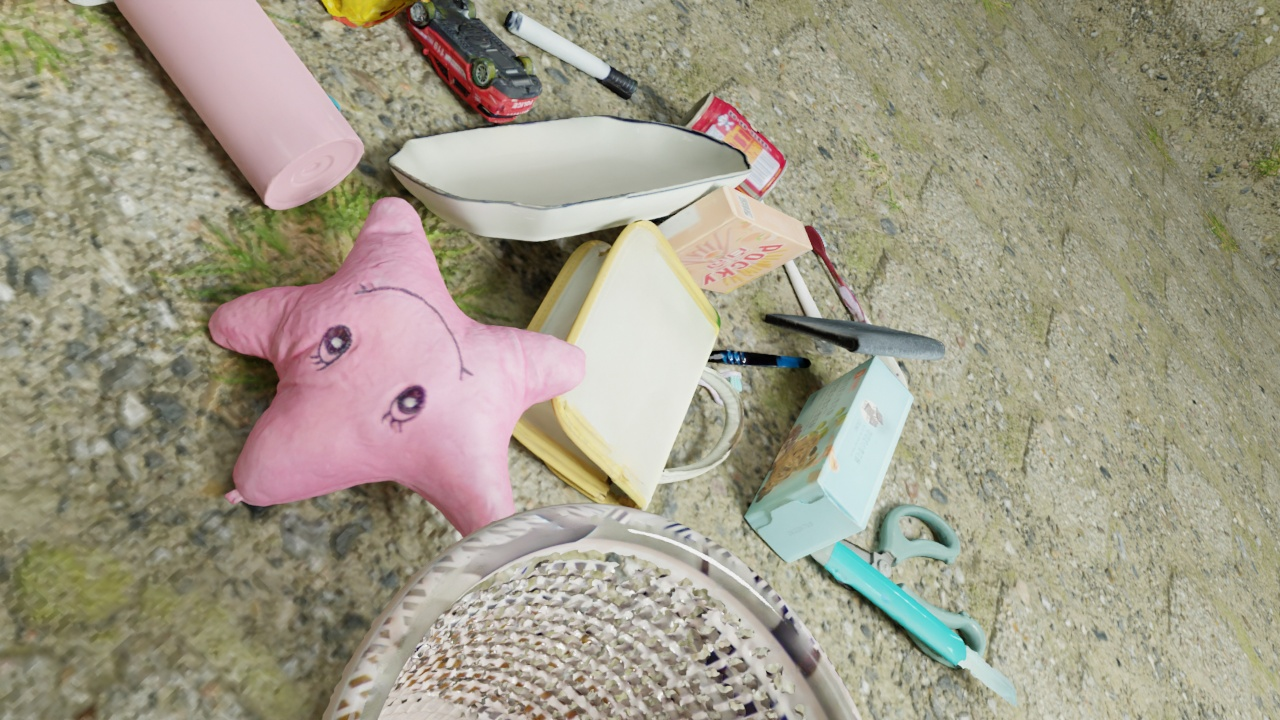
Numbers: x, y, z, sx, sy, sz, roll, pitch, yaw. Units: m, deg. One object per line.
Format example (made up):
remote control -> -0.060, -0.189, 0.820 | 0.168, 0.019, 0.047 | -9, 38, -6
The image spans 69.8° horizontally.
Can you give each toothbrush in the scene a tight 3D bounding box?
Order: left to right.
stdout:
toothbrush -> -0.004, 0.004, 0.646 | 0.189, 0.029, 0.021 | 14, 13, -34
toothbrush -> 0.080, -0.002, 0.730 | 0.189, 0.016, 0.014 | 3, 65, -42
toothbrush -> 0.137, -0.098, 0.850 | 0.016, 0.016, 0.180 | -5, 67, -41
toothbrush -> 0.207, -0.051, 0.883 | 0.017, 0.016, 0.187 | -10, 68, -56

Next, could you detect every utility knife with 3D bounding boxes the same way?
utility knife -> 0.206, 0.196, 0.683 | 0.209, 0.013, 0.029 | 38, 52, -8

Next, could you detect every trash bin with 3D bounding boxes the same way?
trash bin -> -0.047, 0.192, 0.336 | 0.227, 0.193, 0.227 | 24, 48, -29

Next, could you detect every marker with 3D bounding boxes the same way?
marker -> -0.057, -0.260, 0.786 | 0.130, 0.018, 0.022 | 20, 60, -33

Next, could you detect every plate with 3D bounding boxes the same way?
plate -> -0.041, -0.127, 0.634 | 0.162, 0.034, 0.264 | 29, 35, 35

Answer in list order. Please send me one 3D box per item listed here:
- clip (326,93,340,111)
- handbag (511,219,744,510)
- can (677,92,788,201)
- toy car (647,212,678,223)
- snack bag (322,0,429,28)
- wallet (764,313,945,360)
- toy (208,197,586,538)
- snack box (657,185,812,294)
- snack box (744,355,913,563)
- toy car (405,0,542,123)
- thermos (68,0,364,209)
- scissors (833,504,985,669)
clip -> -0.217, -0.170, 0.578 | 0.057, 0.015, 0.048 | 41, 44, -11
handbag -> 0.001, 0.021, 0.601 | 0.179, 0.063, 0.163 | 48, 50, -31
can -> 0.076, -0.185, 0.817 | 0.094, 0.067, 0.066 | 39, 42, -14
toy car -> 0.019, -0.133, 0.753 | 0.105, 0.031, 0.049 | -6, 65, -36
snack bag -> -0.181, -0.329, 0.680 | 0.128, 0.073, 0.207 | 15, 48, -4
wallet -> 0.175, -0.022, 0.760 | 0.097, 0.121, 0.019 | 5, 100, -31
toy -> -0.127, 0.019, 0.468 | 0.194, 0.075, 0.178 | 42, 66, 8
snack box -> 0.065, -0.086, 0.690 | 0.157, 0.085, 0.026 | 4, 62, -60
snack box -> 0.146, 0.071, 0.694 | 0.051, 0.074, 0.174 | 46, 41, -6
toy car -> -0.126, -0.223, 0.674 | 0.120, 0.045, 0.052 | 49, 39, 14
thermos -> -0.251, -0.178, 0.519 | 0.087, 0.067, 0.198 | -38, 91, -20
scissors -> 0.212, 0.159, 0.735 | 0.177, 0.019, 0.168 | 33, 45, -17
